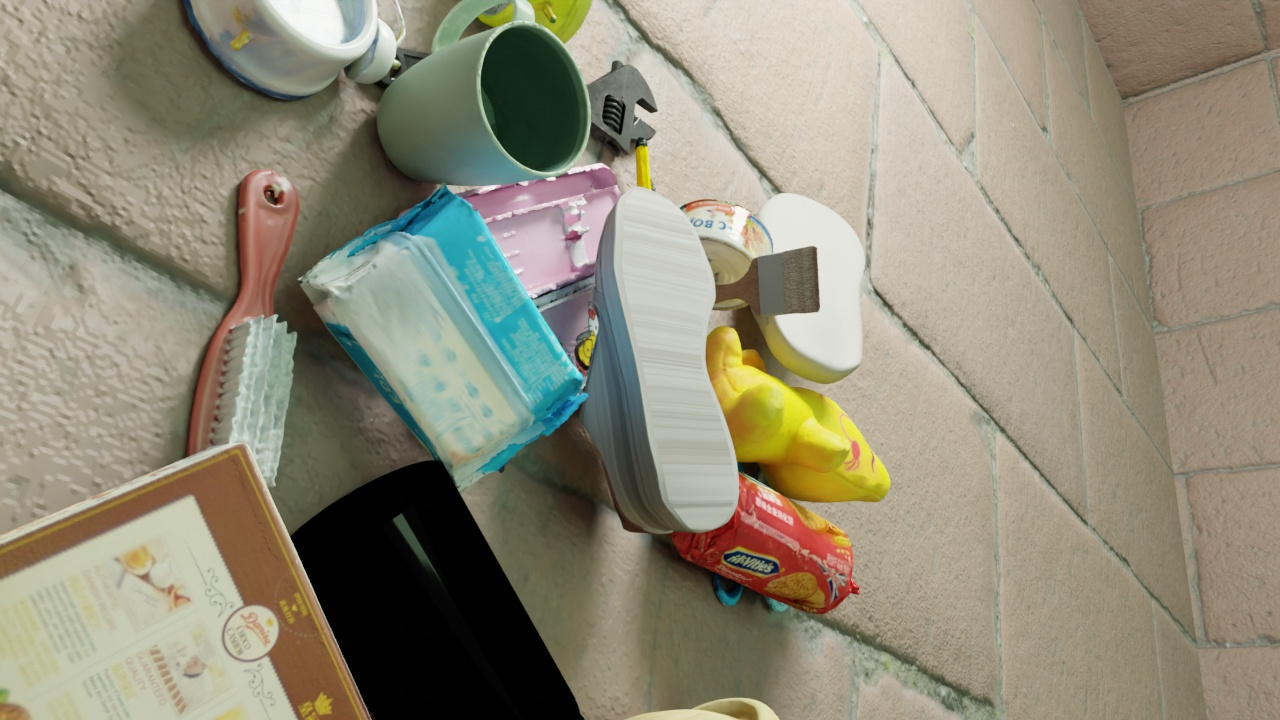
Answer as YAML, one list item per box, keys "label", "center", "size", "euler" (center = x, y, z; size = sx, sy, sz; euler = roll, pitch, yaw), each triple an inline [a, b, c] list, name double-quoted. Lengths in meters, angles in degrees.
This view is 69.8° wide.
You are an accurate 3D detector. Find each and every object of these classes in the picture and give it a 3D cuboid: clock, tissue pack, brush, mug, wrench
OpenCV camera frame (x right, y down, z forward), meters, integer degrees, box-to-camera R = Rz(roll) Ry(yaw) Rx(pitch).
- label: "clock"
  center: [-0.176, -0.190, 0.488]
  size: [0.125, 0.052, 0.089]
  euler: [-30, 101, -55]
- label: "tissue pack"
  center: [-0.100, -0.008, 0.480]
  size: [0.092, 0.062, 0.144]
  euler: [-40, 110, -22]
- label: "clock"
  center: [-0.074, -0.268, 0.616]
  size: [0.057, 0.083, 0.119]
  euler: [3, 79, -44]
- label: "brush"
  center: [-0.182, -0.018, 0.440]
  size: [0.041, 0.030, 0.172]
  euler: [22, 62, -47]
- label: "mug"
  center: [-0.093, -0.154, 0.522]
  size: [0.084, 0.104, 0.111]
  euler: [9, 84, -50]
- label: "brush"
  center: [0.065, -0.052, 0.669]
  size: [0.008, 0.143, 0.045]
  euler: [1, 86, -50]
- label: "wrench"
  center: [-0.073, -0.187, 0.640]
  size: [0.272, 0.018, 0.073]
  euler: [-8, 94, -51]

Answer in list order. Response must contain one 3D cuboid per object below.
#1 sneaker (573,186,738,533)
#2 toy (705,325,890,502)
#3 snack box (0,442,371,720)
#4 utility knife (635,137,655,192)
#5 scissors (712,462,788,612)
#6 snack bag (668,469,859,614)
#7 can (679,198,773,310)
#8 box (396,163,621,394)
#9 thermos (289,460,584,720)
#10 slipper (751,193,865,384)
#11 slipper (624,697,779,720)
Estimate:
- label: "sneaker"
  center: [-0.003, 0.003, 0.600]
  size: [0.099, 0.090, 0.235]
  euler: [12, 62, -39]
- label: "toy"
  center: [0.113, 0.060, 0.731]
  size: [0.193, 0.087, 0.134]
  euler: [28, 16, -45]
- label: "snack box"
  center: [-0.193, 0.124, 0.345]
  size: [0.146, 0.041, 0.143]
  euler: [-27, 100, -39]
- label: "utility knife"
  center: [0.006, -0.092, 0.698]
  size: [0.030, 0.017, 0.159]
  euler: [35, 53, -86]
- label: "scissors"
  center: [0.084, 0.140, 0.740]
  size: [0.117, 0.013, 0.140]
  euler: [-5, 82, -48]
- label: "snack bag"
  center: [0.087, 0.134, 0.683]
  size: [0.176, 0.083, 0.082]
  euler: [32, 55, -33]
- label: "can"
  center: [0.058, -0.081, 0.718]
  size: [0.086, 0.086, 0.043]
  euler: [46, 48, -33]
- label: "box"
  center: [-0.062, -0.043, 0.598]
  size: [0.200, 0.037, 0.153]
  euler: [-28, 110, -52]
- label: "thermos"
  center: [-0.089, 0.156, 0.453]
  size: [0.085, 0.086, 0.198]
  euler: [-43, 112, -49]
- label: "slipper"
  center: [0.139, -0.054, 0.817]
  size: [0.113, 0.081, 0.265]
  euler: [21, 37, -9]
- label: "slipper"
  center: [-0.006, 0.252, 0.508]
  size: [0.260, 0.112, 0.079]
  euler: [-34, 98, -53]
